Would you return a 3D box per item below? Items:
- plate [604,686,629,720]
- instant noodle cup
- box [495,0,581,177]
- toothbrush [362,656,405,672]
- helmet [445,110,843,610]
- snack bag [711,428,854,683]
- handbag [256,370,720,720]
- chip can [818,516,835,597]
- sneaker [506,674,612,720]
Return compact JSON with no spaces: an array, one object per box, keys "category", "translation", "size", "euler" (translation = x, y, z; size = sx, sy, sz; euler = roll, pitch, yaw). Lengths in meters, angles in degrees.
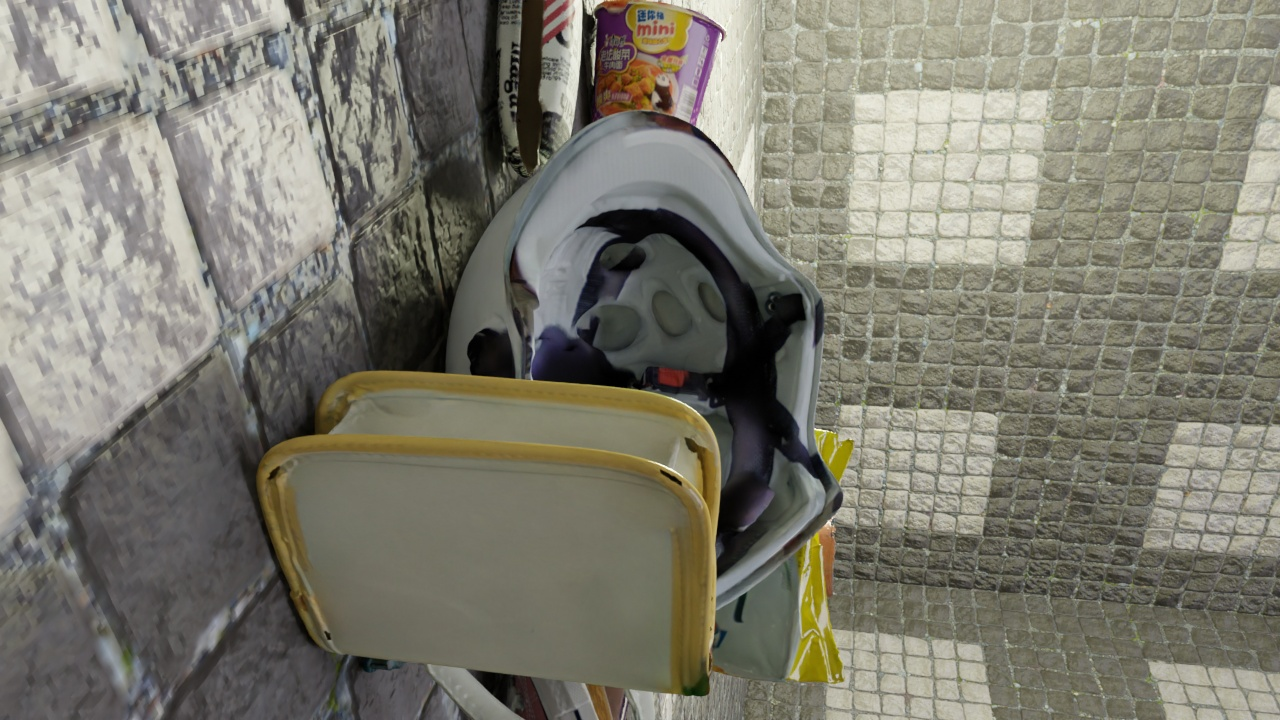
[{"category":"plate","translation":[-0.030,0.287,0.769],"size":[0.192,0.039,0.192],"euler":[15,88,-85]},{"category":"instant noodle cup","translation":[0.008,-0.230,0.756],"size":[0.111,0.111,0.099],"euler":[-19,120,-78]},{"category":"box","translation":[-0.053,-0.192,0.551],"size":[0.074,0.064,0.164],"euler":[7,86,-63]},{"category":"toothbrush","translation":[-0.099,0.111,0.496],"size":[0.191,0.018,0.016],"euler":[-53,143,-70]},{"category":"helmet","translation":[-0.014,0.010,0.510],"size":[0.228,0.146,0.258],"euler":[-18,93,-43]},{"category":"snack bag","translation":[0.029,0.123,0.629],"size":[0.068,0.247,0.158],"euler":[16,74,-48]},{"category":"handbag","translation":[-0.051,0.093,0.368],"size":[0.063,0.163,0.179],"euler":[-69,160,-60]},{"category":"chip can","translation":[0.062,0.164,0.806],"size":[0.071,0.215,0.071],"euler":[3,89,-78]},{"category":"sneaker","translation":[-0.057,0.256,0.577],"size":[0.118,0.088,0.241],"euler":[100,-28,-86]}]
